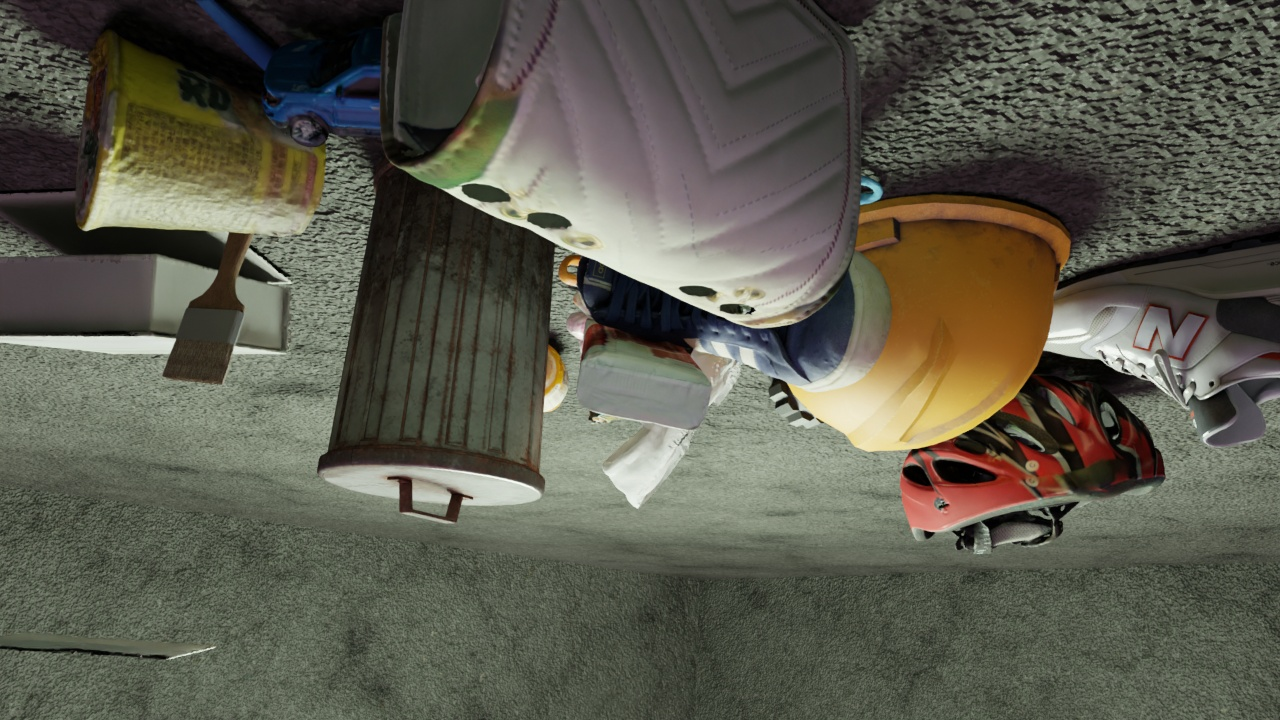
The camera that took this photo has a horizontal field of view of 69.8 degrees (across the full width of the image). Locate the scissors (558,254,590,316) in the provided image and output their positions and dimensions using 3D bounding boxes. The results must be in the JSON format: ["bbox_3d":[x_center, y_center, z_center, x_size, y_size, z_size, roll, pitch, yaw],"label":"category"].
[{"bbox_3d":[-0.002,-0.046,0.686,0.130,0.070,0.013,7,136,-38],"label":"scissors"}]

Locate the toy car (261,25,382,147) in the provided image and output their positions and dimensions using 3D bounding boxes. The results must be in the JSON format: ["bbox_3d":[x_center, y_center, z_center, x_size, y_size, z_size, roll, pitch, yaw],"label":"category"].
[{"bbox_3d":[-0.119,-0.134,0.441,0.120,0.056,0.044,0,141,-5],"label":"toy car"}]

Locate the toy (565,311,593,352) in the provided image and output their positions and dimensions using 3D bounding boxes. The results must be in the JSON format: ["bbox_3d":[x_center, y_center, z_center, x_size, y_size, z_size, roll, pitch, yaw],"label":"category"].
[{"bbox_3d":[-0.024,-0.019,0.788,0.063,0.047,0.110,-8,157,8],"label":"toy"}]

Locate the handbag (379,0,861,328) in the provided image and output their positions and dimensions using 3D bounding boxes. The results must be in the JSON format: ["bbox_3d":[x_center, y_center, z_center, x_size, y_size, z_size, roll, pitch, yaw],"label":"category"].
[{"bbox_3d":[0.001,-0.102,0.374,0.096,0.141,0.198,-10,157,43],"label":"handbag"}]

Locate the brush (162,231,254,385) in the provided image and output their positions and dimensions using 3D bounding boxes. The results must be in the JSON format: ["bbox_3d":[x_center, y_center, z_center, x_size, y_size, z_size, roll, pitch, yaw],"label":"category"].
[{"bbox_3d":[-0.250,-0.055,0.558,0.045,0.143,0.008,5,163,24],"label":"brush"}]

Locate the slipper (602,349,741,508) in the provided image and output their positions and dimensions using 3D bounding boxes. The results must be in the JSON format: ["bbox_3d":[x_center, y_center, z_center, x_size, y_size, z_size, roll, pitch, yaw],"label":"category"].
[{"bbox_3d":[0.028,0.053,0.877,0.074,0.112,0.248,30,138,-2],"label":"slipper"}]

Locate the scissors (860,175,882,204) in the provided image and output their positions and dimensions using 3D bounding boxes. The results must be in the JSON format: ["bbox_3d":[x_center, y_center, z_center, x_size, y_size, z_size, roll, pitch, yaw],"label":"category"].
[{"bbox_3d":[0.074,-0.104,0.562,0.135,0.015,0.136,13,161,-16],"label":"scissors"}]

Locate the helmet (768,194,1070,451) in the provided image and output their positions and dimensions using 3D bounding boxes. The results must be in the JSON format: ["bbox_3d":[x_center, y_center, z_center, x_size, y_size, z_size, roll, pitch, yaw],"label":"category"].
[{"bbox_3d":[0.183,-0.004,0.656,0.205,0.131,0.256,11,160,-20],"label":"helmet"}]

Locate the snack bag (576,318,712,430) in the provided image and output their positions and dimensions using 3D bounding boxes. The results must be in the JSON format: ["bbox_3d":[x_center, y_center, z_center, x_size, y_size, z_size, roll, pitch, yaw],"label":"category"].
[{"bbox_3d":[-0.004,0.004,0.623,0.077,0.041,0.225,13,-175,-4],"label":"snack bag"}]

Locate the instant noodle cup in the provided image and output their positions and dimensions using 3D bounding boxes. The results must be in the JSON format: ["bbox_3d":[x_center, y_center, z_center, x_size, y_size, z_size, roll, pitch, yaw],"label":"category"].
[{"bbox_3d":[-0.230,-0.109,0.483,0.108,0.102,0.102,6,164,-38],"label":"instant noodle cup"}]

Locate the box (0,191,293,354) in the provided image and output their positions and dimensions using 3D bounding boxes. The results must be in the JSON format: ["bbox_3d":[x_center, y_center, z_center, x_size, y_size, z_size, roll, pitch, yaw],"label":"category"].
[{"bbox_3d":[-0.372,-0.184,0.733,0.169,0.403,0.172,0,162,10],"label":"box"}]

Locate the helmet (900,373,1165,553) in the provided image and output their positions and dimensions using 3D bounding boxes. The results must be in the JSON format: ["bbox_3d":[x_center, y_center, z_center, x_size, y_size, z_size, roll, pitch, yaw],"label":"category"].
[{"bbox_3d":[0.360,0.098,0.871,0.217,0.167,0.272,-9,169,-7],"label":"helmet"}]

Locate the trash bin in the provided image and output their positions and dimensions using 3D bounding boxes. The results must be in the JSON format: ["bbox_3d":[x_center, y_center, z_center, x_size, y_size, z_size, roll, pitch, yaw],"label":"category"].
[{"bbox_3d":[-0.117,-0.008,0.565,0.131,0.210,0.131,3,162,1],"label":"trash bin"}]

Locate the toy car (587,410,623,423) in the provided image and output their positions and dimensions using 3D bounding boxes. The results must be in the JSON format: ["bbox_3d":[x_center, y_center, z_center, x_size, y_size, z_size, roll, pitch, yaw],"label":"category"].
[{"bbox_3d":[-0.018,0.038,0.958,0.047,0.047,0.112,13,160,-21],"label":"toy car"}]

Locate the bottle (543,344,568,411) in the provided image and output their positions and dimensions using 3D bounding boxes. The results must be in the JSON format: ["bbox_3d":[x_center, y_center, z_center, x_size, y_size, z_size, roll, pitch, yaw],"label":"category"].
[{"bbox_3d":[-0.101,0.022,0.902,0.063,0.063,0.108,2,164,4],"label":"bottle"}]

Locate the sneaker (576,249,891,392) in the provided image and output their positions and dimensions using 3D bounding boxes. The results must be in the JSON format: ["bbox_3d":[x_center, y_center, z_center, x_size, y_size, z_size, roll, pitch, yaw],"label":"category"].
[{"bbox_3d":[0.037,-0.048,0.566,0.118,0.091,0.233,16,-175,-22],"label":"sneaker"}]

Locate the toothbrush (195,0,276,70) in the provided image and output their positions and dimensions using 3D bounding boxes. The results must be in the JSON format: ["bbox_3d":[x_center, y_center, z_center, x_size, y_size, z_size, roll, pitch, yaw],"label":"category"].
[{"bbox_3d":[-0.195,-0.159,0.436,0.014,0.014,0.167,9,165,23],"label":"toothbrush"}]

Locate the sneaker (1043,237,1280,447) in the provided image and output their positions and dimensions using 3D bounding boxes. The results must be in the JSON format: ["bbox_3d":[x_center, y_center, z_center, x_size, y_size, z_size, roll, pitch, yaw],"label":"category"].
[{"bbox_3d":[0.377,-0.003,0.628,0.088,0.124,0.240,17,158,-37],"label":"sneaker"}]
